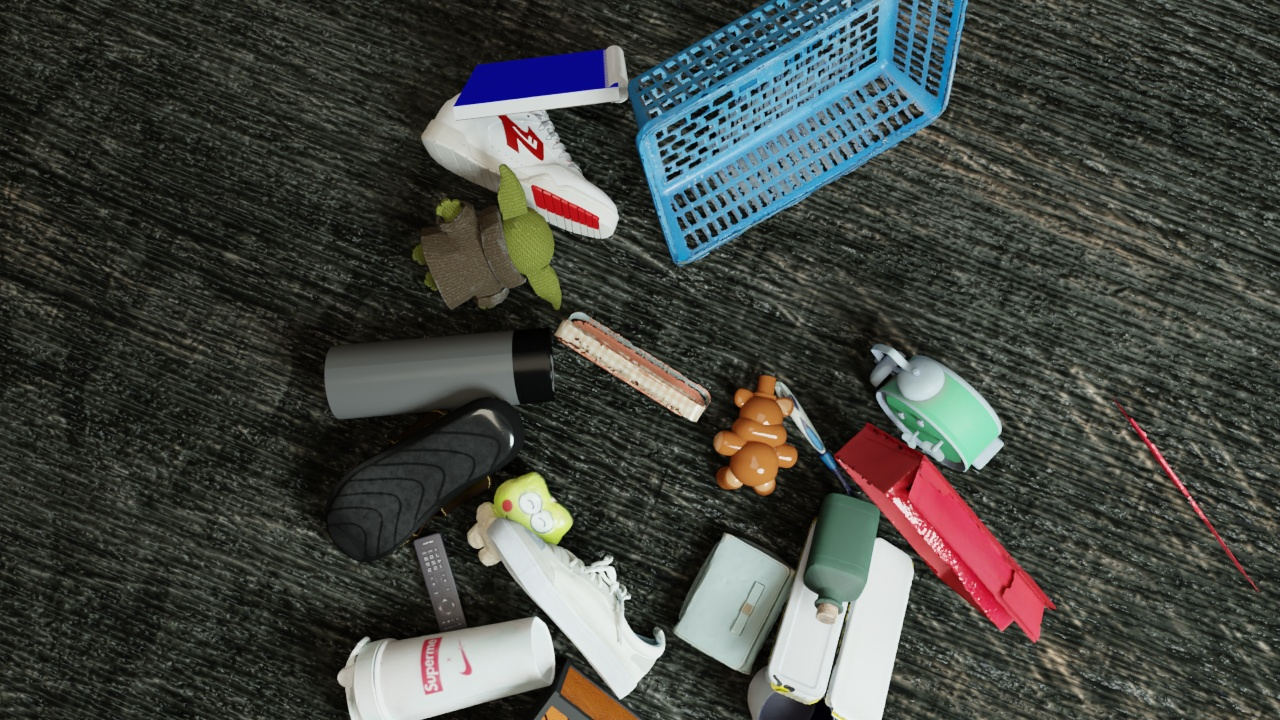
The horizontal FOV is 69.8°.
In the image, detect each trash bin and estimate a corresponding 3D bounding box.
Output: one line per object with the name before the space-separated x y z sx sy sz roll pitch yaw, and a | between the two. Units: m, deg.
trash bin | -0.054 0.431 0.946 0.172 0.140 0.139 37 87 3

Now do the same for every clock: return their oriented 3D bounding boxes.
clock | 0.300 0.045 0.970 0.075 0.122 0.161 -45 105 -4

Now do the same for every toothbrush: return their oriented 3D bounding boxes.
toothbrush | 0.205 0.102 1.027 0.016 0.017 0.189 -33 86 -1

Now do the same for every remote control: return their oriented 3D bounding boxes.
remote control | -0.218 0.261 1.024 0.032 0.015 0.136 -17 88 0

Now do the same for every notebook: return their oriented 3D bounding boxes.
notebook | -0.100 -0.298 0.979 0.171 0.208 0.022 -7 119 1

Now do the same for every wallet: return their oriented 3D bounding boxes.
wallet | 0.105 0.264 1.003 0.100 0.054 0.131 27 82 2

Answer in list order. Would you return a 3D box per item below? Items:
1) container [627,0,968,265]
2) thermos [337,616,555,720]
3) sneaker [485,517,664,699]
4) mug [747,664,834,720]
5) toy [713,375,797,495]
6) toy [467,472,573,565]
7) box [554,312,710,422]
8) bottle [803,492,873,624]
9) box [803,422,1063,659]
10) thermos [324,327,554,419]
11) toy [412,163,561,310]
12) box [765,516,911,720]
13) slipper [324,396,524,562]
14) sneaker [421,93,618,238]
container | 0.154 -0.273 0.955 0.362 0.257 0.089 -30 65 -2
thermos | -0.205 0.326 0.970 0.220 0.099 0.099 -15 85 8
sneaker | -0.064 0.245 0.981 0.090 0.090 0.242 -42 103 -14
mug | 0.161 0.385 0.966 0.078 0.097 0.112 -15 86 0
toy | 0.128 0.082 1.016 0.095 0.065 0.127 12 77 -6
toy | -0.137 0.181 1.014 0.115 0.046 0.092 -35 94 6
box | -0.007 0.007 1.013 0.187 0.082 0.042 32 98 1
bottle | 0.204 0.208 0.945 0.061 0.061 0.131 16 52 10
box | 0.298 0.168 0.930 0.214 0.165 0.152 46 45 -14
thermos | -0.214 0.014 1.009 0.240 0.082 0.082 -5 86 1
toy | -0.171 -0.120 1.009 0.153 0.078 0.179 -17 124 3
box | 0.213 0.269 0.960 0.129 0.036 0.209 26 53 1
slipper | -0.235 0.125 1.003 0.268 0.075 0.113 -36 100 14
sneaker | -0.118 -0.231 1.031 0.236 0.090 0.104 27 78 5
